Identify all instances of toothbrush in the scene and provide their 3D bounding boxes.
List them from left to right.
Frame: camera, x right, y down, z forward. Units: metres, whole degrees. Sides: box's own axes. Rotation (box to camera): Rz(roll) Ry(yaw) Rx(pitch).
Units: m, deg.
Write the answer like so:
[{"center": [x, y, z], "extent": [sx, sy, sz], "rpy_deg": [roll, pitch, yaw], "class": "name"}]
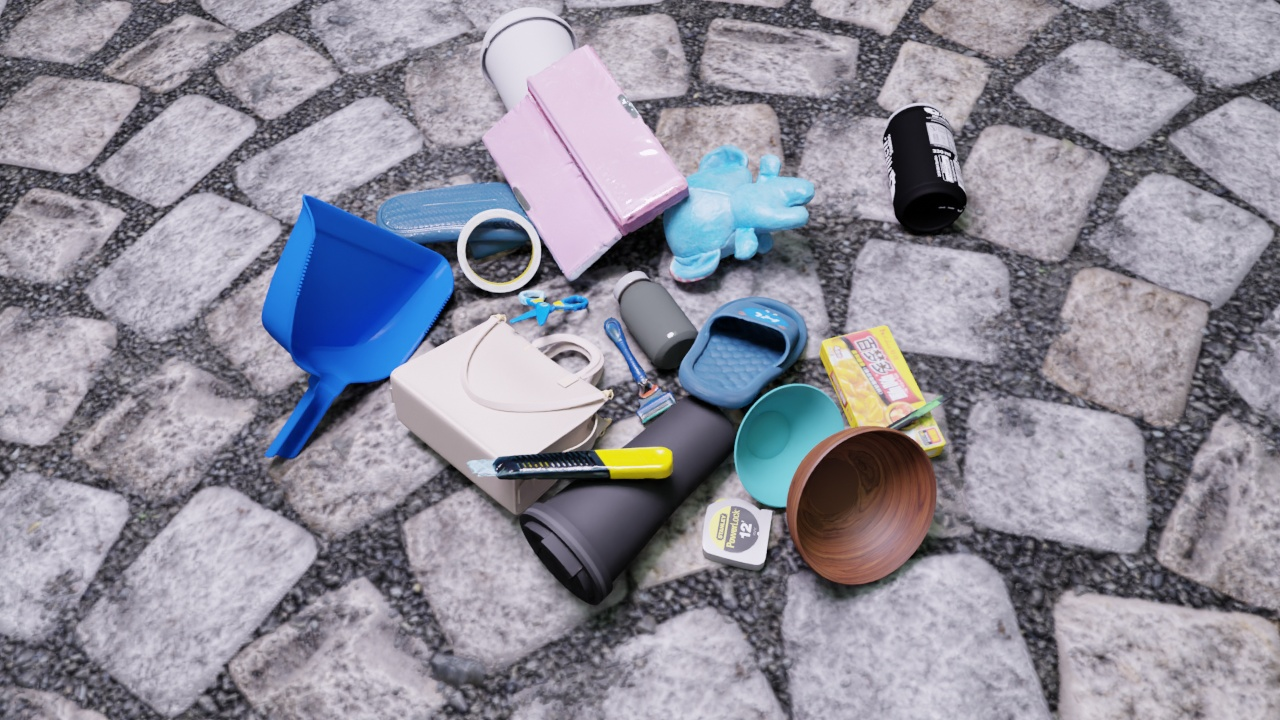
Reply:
[{"center": [0.231, 0.077, 0.895], "extent": [0.188, 0.017, 0.014], "rpy_deg": [-28, 32, -11], "class": "toothbrush"}]

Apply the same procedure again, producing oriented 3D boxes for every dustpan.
[{"center": [-0.318, -0.015, 0.940], "extent": [0.059, 0.245, 0.258], "rpy_deg": [38, 96, 20], "class": "dustpan"}]

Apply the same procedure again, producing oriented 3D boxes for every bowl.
[{"center": [0.135, 0.078, 0.896], "extent": [0.121, 0.121, 0.046], "rpy_deg": [-29, 19, -15], "class": "bowl"}, {"center": [0.190, 0.124, 0.844], "extent": [0.147, 0.147, 0.069], "rpy_deg": [-25, 20, -13], "class": "bowl"}]

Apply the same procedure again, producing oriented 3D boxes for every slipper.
[{"center": [-0.204, -0.166, 1.093], "extent": [0.213, 0.059, 0.103], "rpy_deg": [-4, 49, -15], "class": "slipper"}, {"center": [0.106, -0.020, 0.939], "extent": [0.104, 0.059, 0.213], "rpy_deg": [26, 36, 17], "class": "slipper"}]

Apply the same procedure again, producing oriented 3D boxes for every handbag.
[{"center": [-0.121, 0.031, 0.942], "extent": [0.195, 0.101, 0.197], "rpy_deg": [34, 52, 23], "class": "handbag"}]

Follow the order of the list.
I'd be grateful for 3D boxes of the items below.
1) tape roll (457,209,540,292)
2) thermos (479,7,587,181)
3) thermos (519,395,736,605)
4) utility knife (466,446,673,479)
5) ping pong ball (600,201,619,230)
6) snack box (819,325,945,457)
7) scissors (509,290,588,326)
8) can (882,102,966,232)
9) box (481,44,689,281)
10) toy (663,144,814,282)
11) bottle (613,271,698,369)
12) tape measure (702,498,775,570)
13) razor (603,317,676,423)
[{"center": [-0.161, -0.125, 1.046], "extent": [0.094, 0.094, 0.019], "rpy_deg": [-16, 16, -7], "class": "tape roll"}, {"center": [-0.118, -0.327, 1.163], "extent": [0.131, 0.132, 0.221], "rpy_deg": [-17, 64, -8], "class": "thermos"}, {"center": [-0.006, 0.124, 0.863], "extent": [0.106, 0.106, 0.218], "rpy_deg": [37, 61, 25], "class": "thermos"}, {"center": [-0.064, 0.093, 0.817], "extent": [0.186, 0.020, 0.028], "rpy_deg": [-1, 40, 3], "class": "utility knife"}, {"center": [-0.037, -0.172, 1.095], "extent": [0.040, 0.040, 0.040], "rpy_deg": [-2, 56, 2], "class": "ping pong ball"}, {"center": [0.246, 0.036, 0.944], "extent": [0.075, 0.025, 0.152], "rpy_deg": [-14, 56, -5], "class": "snack box"}, {"center": [-0.115, -0.059, 1.001], "extent": [0.097, 0.020, 0.132], "rpy_deg": [11, 20, 25], "class": "scissors"}, {"center": [0.333, -0.228, 1.083], "extent": [0.080, 0.080, 0.145], "rpy_deg": [0, 56, 4], "class": "can"}, {"center": [-0.072, -0.230, 1.043], "extent": [0.180, 0.050, 0.232], "rpy_deg": [-36, 70, 8], "class": "box"}, {"center": [0.114, -0.165, 1.041], "extent": [0.181, 0.115, 0.183], "rpy_deg": [3, 63, 31], "class": "toy"}, {"center": [0.015, -0.045, 0.994], "extent": [0.060, 0.060, 0.108], "rpy_deg": [-27, 59, -14], "class": "bottle"}, {"center": [0.093, 0.164, 0.874], "extent": [0.065, 0.017, 0.064], "rpy_deg": [8, 57, 9], "class": "tape measure"}, {"center": [-0.006, 0.006, 0.986], "extent": [0.044, 0.018, 0.141], "rpy_deg": [-31, 55, 4], "class": "razor"}]
